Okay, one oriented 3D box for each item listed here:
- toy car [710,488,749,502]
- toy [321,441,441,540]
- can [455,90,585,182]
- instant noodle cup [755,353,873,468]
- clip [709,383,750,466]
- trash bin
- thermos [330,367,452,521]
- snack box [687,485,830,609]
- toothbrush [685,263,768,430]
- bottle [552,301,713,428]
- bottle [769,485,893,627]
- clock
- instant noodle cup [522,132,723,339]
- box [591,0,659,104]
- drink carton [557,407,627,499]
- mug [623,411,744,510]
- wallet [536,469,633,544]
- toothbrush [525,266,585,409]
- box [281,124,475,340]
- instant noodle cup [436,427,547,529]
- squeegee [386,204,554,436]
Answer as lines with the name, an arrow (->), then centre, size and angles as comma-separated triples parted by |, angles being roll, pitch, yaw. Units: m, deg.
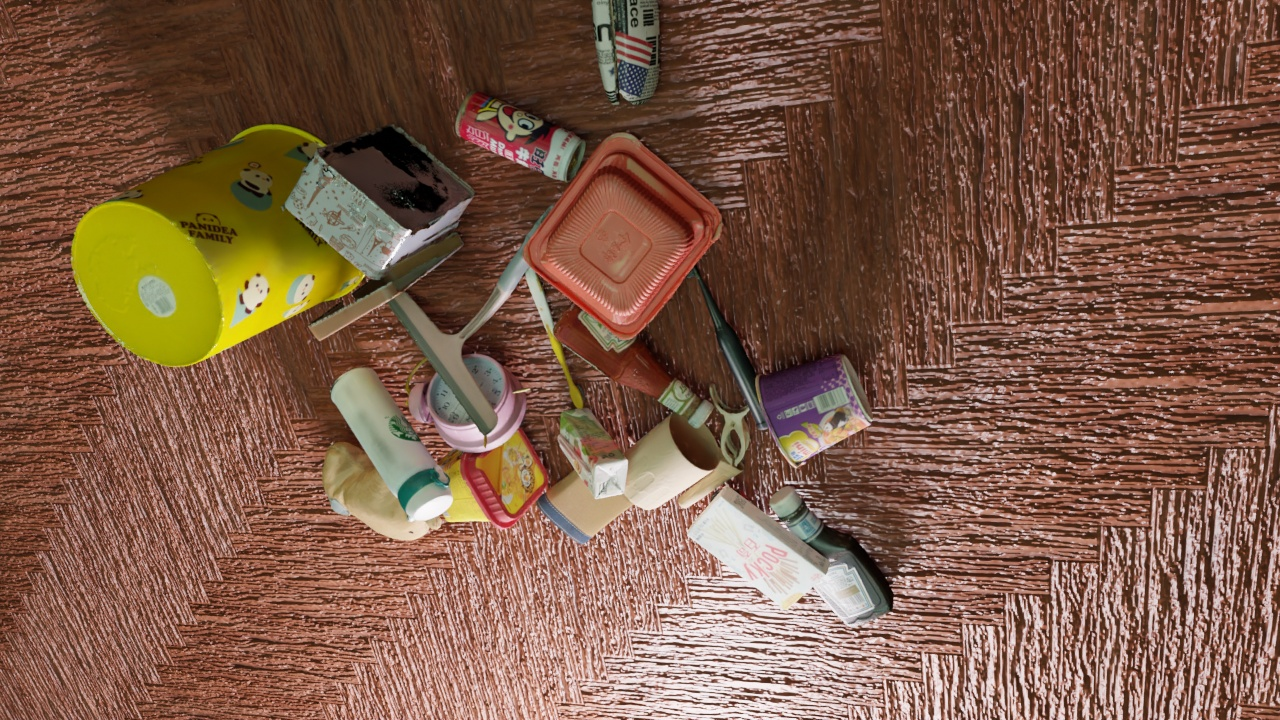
toy car -> 0.121, 0.202, 1.144 | 0.049, 0.031, 0.106 | -8, 115, 27
toy -> -0.335, 0.188, 1.238 | 0.226, 0.082, 0.143 | 16, 143, 29
can -> -0.129, -0.241, 0.992 | 0.133, 0.053, 0.053 | 25, 121, 5
instant noodle cup -> 0.194, 0.048, 1.007 | 0.099, 0.111, 0.111 | -25, 106, 17
clip -> 0.109, 0.075, 1.086 | 0.061, 0.034, 0.097 | 2, 111, 19
trash bin -> -0.469, -0.129, 1.045 | 0.230, 0.254, 0.230 | 7, 117, 14
thermos -> -0.311, 0.105, 1.158 | 0.224, 0.073, 0.073 | 48, 126, 28
snack box -> 0.142, 0.228, 1.113 | 0.157, 0.026, 0.085 | 37, 126, 3
toothbrush -> 0.099, -0.020, 1.033 | 0.027, 0.026, 0.212 | -25, 97, 19
bottle -> -0.006, 0.006, 1.068 | 0.206, 0.059, 0.060 | 36, 121, 2
bottle -> 0.228, 0.237, 1.121 | 0.080, 0.043, 0.195 | -33, 101, 29
clock -> -0.219, 0.041, 1.127 | 0.158, 0.117, 0.060 | 24, 158, 25
instant noodle cup -> -0.021, -0.129, 0.984 | 0.164, 0.079, 0.189 | 37, 105, -5
box -> -0.008, -0.334, 0.899 | 0.081, 0.074, 0.164 | 1, 114, 7
drink carton -> -0.061, 0.111, 1.110 | 0.045, 0.122, 0.054 | -9, 122, -24
mug -> 0.046, 0.130, 1.115 | 0.124, 0.084, 0.104 | 30, 127, -29
wallet -> -0.070, 0.182, 1.199 | 0.090, 0.033, 0.115 | 43, 120, -9
toothbrush -> -0.102, -0.028, 1.114 | 0.016, 0.018, 0.191 | -10, 109, 25
box -> -0.303, -0.133, 1.034 | 0.156, 0.182, 0.193 | 42, 118, -5
instant noodle cup -> -0.205, 0.153, 1.190 | 0.124, 0.115, 0.116 | -16, 109, 37
squeegee -> -0.167, -0.083, 1.081 | 0.250, 0.040, 0.247 | -48, 65, 19
